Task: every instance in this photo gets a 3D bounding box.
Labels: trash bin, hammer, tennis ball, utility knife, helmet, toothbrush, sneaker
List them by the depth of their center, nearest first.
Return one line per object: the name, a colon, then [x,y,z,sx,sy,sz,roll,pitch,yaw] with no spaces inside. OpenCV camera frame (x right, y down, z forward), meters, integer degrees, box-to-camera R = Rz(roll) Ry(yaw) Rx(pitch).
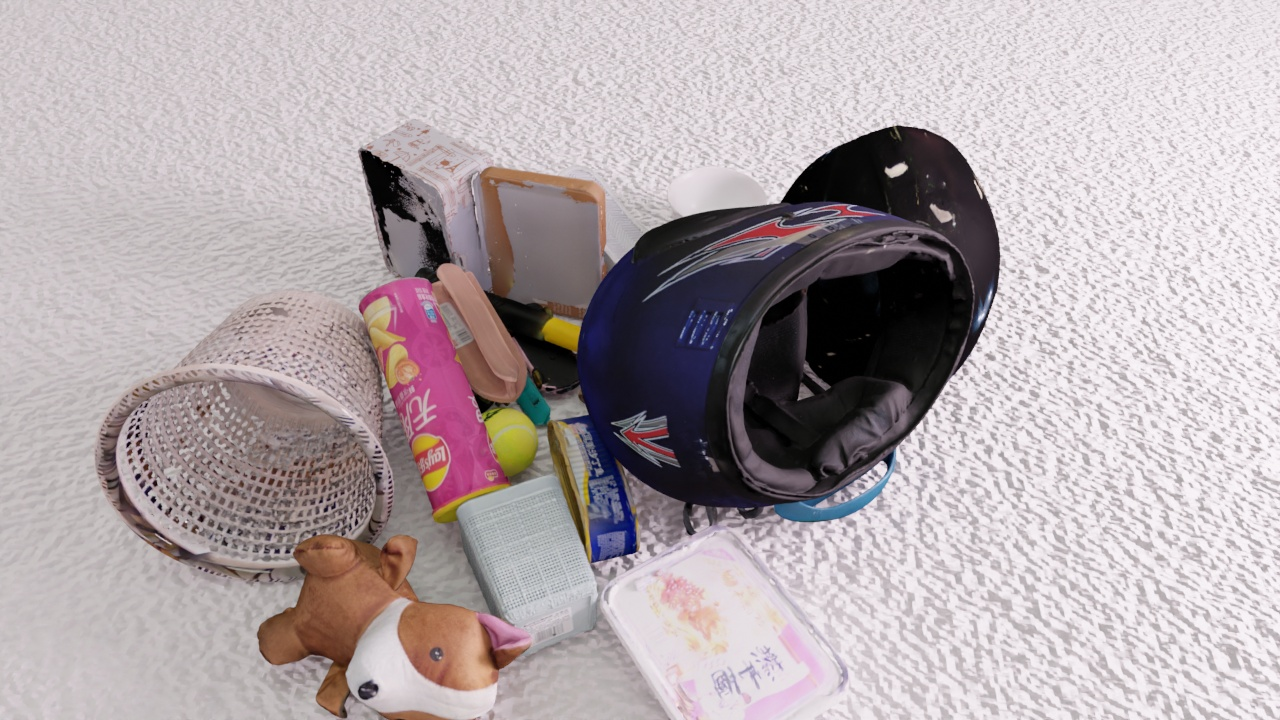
helmet: [0.094,-0.018,0.788,0.314,0.247,0.241,-28,27,-26]
trash bin: [-0.316,0.047,0.801,0.227,0.228,0.191,-1,34,-3]
tennis ball: [-0.129,0.077,0.860,0.065,0.066,0.065,1,47,-1]
hammer: [-0.095,-0.034,0.938,0.301,0.033,0.128,20,54,11]
helmet: [0.249,-0.100,0.942,0.233,0.231,0.274,-8,67,-7]
utility knife: [-0.133,0.013,0.950,0.029,0.013,0.151,-48,55,10]
toothbrush: [0.164,0.008,0.969,0.018,0.016,0.181,-19,49,-30]
sneaker: [-0.010,-0.109,1.026,0.242,0.091,0.089,43,68,1]

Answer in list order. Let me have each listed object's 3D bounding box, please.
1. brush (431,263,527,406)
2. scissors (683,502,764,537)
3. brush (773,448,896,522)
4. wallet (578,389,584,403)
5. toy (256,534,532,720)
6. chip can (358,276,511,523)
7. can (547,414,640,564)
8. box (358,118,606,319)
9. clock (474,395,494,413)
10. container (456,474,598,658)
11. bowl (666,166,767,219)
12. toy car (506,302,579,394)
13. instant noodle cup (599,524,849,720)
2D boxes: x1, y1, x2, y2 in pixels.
brush: [-0.156,-0.021,0.869,0.063,0.073,0.145,-23,67,-27]
scissors: [0.061,0.097,0.871,0.169,0.014,0.156,18,64,44]
brush: [0.183,0.107,0.848,0.143,0.055,0.073,-25,51,-24]
wallet: [-0.006,0.006,0.956,0.090,0.033,0.115,15,52,11]
toy: [-0.188,0.213,0.696,0.199,0.140,0.130,29,12,14]
chip can: [-0.183,0.033,0.811,0.071,0.072,0.210,-19,75,-19]
can: [-0.044,0.112,0.824,0.049,0.075,0.148,-10,48,-15]
box: [-0.162,-0.137,0.982,0.261,0.179,0.105,28,52,23]
clock: [-0.194,0.006,0.930,0.081,0.055,0.122,-34,59,-29]
container: [-0.090,0.171,0.758,0.090,0.090,0.111,-17,52,-17]
bowl: [0.089,-0.172,1.101,0.118,0.065,0.118,1,48,-1]
toy car: [-0.103,-0.011,0.964,0.056,0.037,0.122,-24,57,-18]
instant noodle cup: [0.062,0.229,0.727,0.137,0.060,0.173,-24,53,-22]
